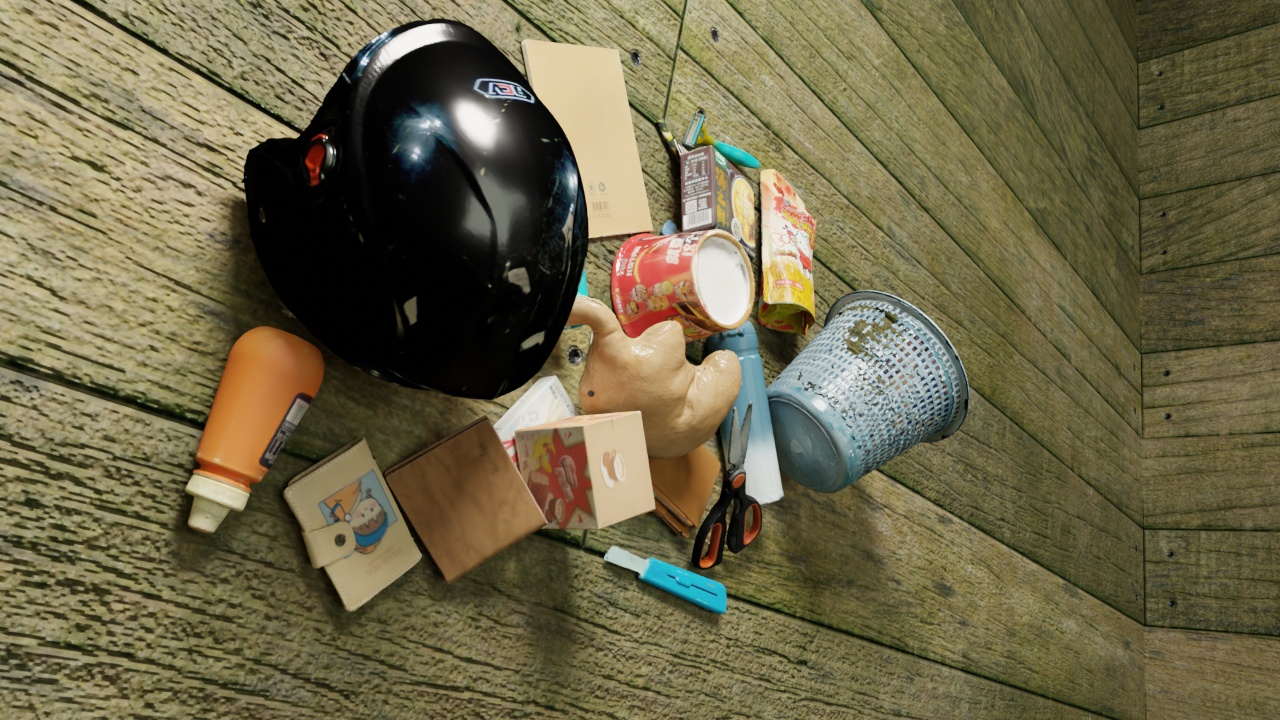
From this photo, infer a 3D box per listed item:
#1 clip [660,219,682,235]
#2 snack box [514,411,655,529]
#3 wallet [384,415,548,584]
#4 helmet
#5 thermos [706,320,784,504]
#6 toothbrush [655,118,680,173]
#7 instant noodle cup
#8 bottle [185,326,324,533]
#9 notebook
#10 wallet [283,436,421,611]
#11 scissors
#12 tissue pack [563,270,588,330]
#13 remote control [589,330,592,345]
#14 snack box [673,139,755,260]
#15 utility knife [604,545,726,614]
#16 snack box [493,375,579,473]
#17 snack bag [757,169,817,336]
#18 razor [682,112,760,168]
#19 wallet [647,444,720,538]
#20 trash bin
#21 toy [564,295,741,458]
[{"bbox_3d":[0.046,-0.140,1.081,0.056,0.026,0.024,42,52,-20],"label":"clip"},{"bbox_3d":[-0.051,0.099,0.835,0.076,0.095,0.093,-9,91,-48],"label":"snack box"},{"bbox_3d":[-0.149,0.119,0.787,0.101,0.020,0.115,-31,107,-12],"label":"wallet"},{"bbox_3d":[-0.148,-0.104,0.701,0.232,0.230,0.275,-9,129,-48],"label":"helmet"},{"bbox_3d":[0.124,0.061,1.100,0.070,0.070,0.220,-10,91,-48],"label":"thermos"},{"bbox_3d":[0.061,-0.205,1.110,0.017,0.012,0.186,-42,115,-31],"label":"toothbrush"},{"bbox_3d":[0.051,-0.083,1.007,0.137,0.109,0.137,10,76,-46],"label":"instant noodle cup"},{"bbox_3d":[-0.282,0.051,0.657,0.066,0.067,0.149,34,67,-40],"label":"bottle"},{"bbox_3d":[-0.053,-0.237,0.991,0.147,0.008,0.207,-16,96,-48],"label":"notebook"},{"bbox_3d":[-0.230,0.131,0.729,0.087,0.024,0.115,-39,114,-49],"label":"wallet"},{"bbox_3d":[0.111,0.134,1.019,0.160,0.022,0.234,3,116,-45],"label":"scissors"},{"bbox_3d":[-0.101,-0.090,0.883,0.093,0.050,0.133,-6,88,-47],"label":"tissue pack"},{"bbox_3d":[-0.006,0.006,0.993,0.124,0.024,0.049,22,68,-41],"label":"remote control"},{"bbox_3d":[0.089,-0.190,1.087,0.113,0.053,0.125,24,62,-55],"label":"snack box"},{"bbox_3d":[0.030,0.238,1.003,0.203,0.018,0.034,32,62,-39],"label":"utility knife"},{"bbox_3d":[-0.110,0.093,0.864,0.156,0.027,0.085,-49,120,-41],"label":"snack box"},{"bbox_3d":[0.197,-0.143,1.223,0.128,0.073,0.207,33,54,-40],"label":"snack bag"},{"bbox_3d":[0.105,-0.268,1.155,0.132,0.028,0.043,15,97,-43],"label":"razor"},{"bbox_3d":[0.033,0.120,1.014,0.132,0.031,0.107,46,51,-32],"label":"wallet"},{"bbox_3d":[0.259,0.054,1.152,0.194,0.227,0.226,-33,109,-28],"label":"trash bin"},{"bbox_3d":[0.000,0.022,0.912,0.225,0.082,0.143,27,97,-37],"label":"toy"}]
